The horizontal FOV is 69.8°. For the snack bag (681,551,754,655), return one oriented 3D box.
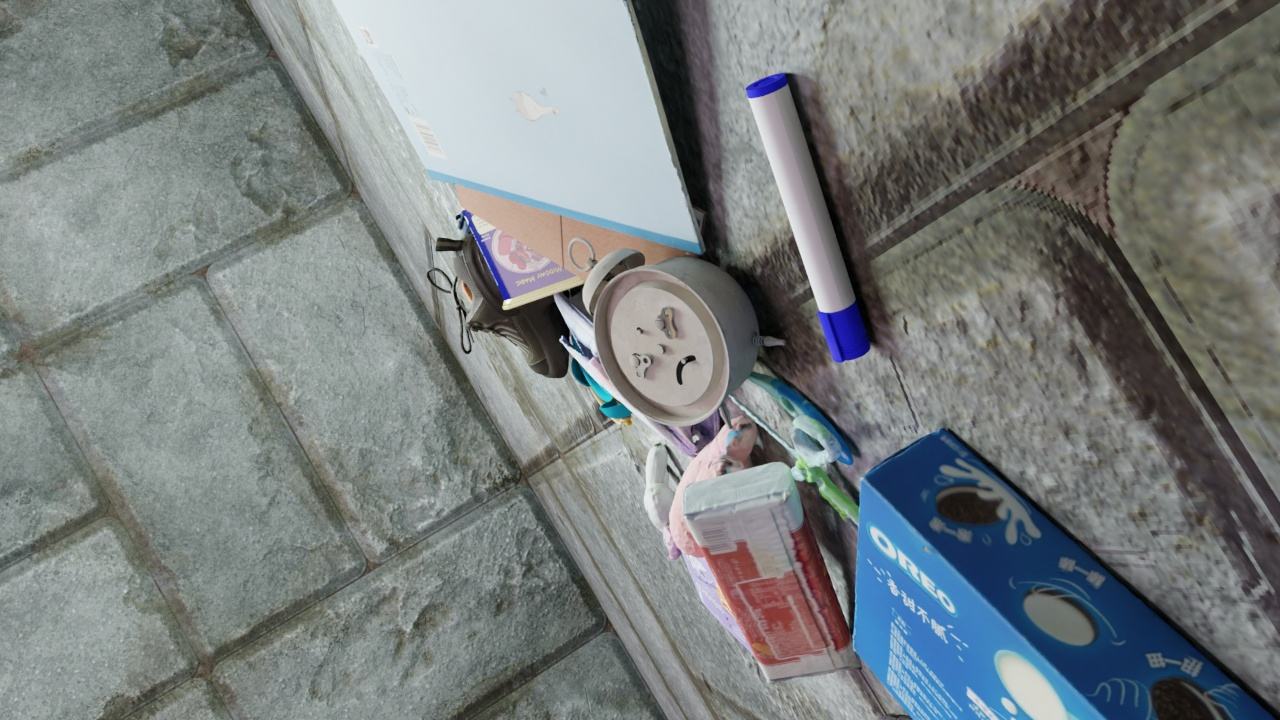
[{"bbox_3d":[0.091,0.202,0.852,0.096,0.058,0.205,68,168,-13],"label":"snack bag"}]

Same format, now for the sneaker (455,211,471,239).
[{"bbox_3d":[-0.153,-0.158,0.922,0.087,0.079,0.236,52,164,26],"label":"sneaker"}]

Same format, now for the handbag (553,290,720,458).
[{"bbox_3d":[-0.005,0.005,0.769,0.158,0.069,0.126,40,158,47],"label":"handbag"}]

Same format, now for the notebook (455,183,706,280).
[{"bbox_3d":[-0.051,-0.105,0.643,0.209,0.008,0.142,31,154,14],"label":"notebook"}]

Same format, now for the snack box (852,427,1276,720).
[{"bbox_3d":[0.197,0.172,0.434,0.239,0.056,0.196,49,162,39],"label":"snack box"}]

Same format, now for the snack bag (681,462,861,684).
[{"bbox_3d":[0.100,0.162,0.668,0.041,0.077,0.225,-90,-20,-47],"label":"snack bag"}]

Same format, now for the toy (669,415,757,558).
[{"bbox_3d":[0.058,0.091,0.688,0.053,0.108,0.105,24,142,7],"label":"toy"}]

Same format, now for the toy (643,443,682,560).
[{"bbox_3d":[0.024,0.150,0.962,0.079,0.038,0.122,72,-174,-60],"label":"toy"}]

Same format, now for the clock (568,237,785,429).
[{"bbox_3d":[0.013,-0.030,0.592,0.157,0.061,0.104,41,132,17],"label":"clock"}]

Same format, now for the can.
[{"bbox_3d":[-0.081,-0.103,0.745,0.116,0.056,0.092,-15,106,35],"label":"can"}]

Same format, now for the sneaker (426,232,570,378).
[{"bbox_3d":[-0.147,-0.049,0.932,0.238,0.143,0.100,83,-175,-58],"label":"sneaker"}]

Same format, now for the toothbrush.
[{"bbox_3d":[0.090,0.022,0.585,0.135,0.017,0.022,43,156,39],"label":"toothbrush"}]

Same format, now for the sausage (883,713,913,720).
[{"bbox_3d":[0.208,0.271,0.665,0.020,0.020,0.155,58,166,9],"label":"sausage"}]

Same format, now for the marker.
[{"bbox_3d":[0.080,-0.063,0.433,0.020,0.020,0.141,32,149,62],"label":"marker"}]

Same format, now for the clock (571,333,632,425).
[{"bbox_3d":[-0.038,0.008,0.941,0.099,0.043,0.130,48,155,39],"label":"clock"}]

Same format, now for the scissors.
[{"bbox_3d":[0.107,0.066,0.584,0.171,0.023,0.172,43,173,30],"label":"scissors"}]

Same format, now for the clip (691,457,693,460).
[{"bbox_3d":[0.069,0.099,0.789,0.059,0.026,0.052,58,164,2],"label":"clip"}]

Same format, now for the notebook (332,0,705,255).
[{"bbox_3d":[-0.083,-0.159,0.570,0.254,0.009,0.181,21,151,32],"label":"notebook"}]
